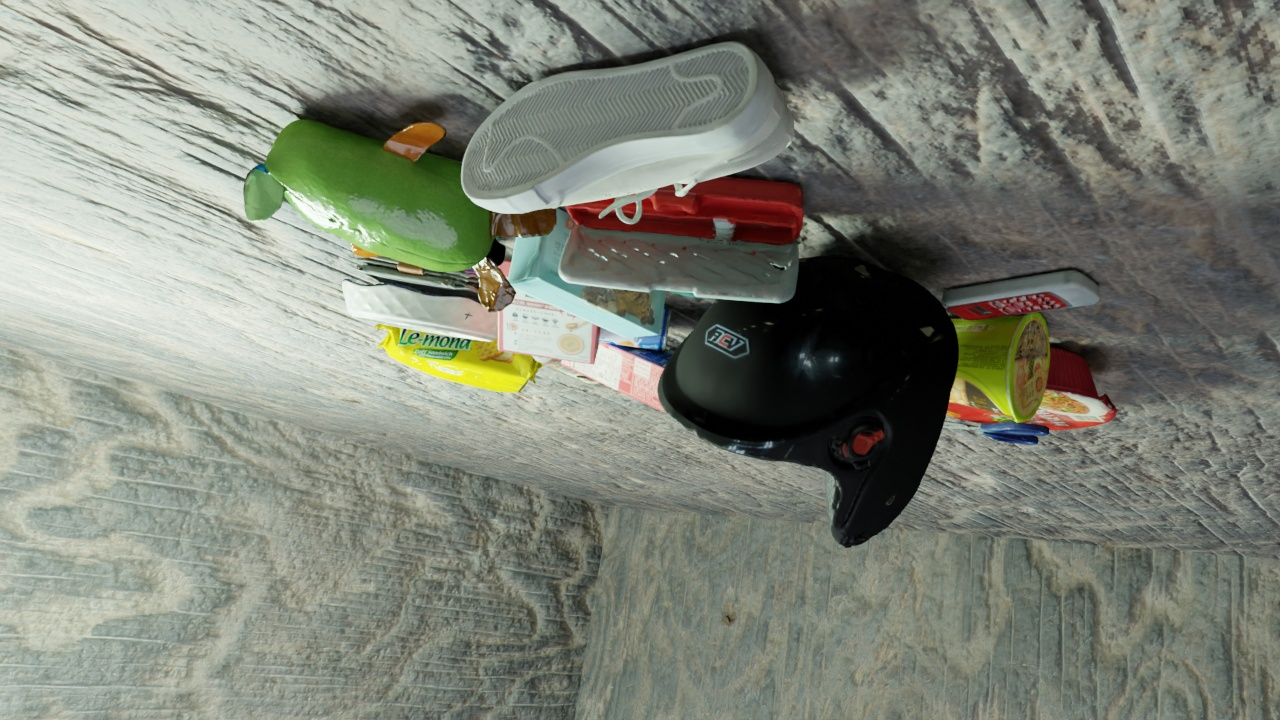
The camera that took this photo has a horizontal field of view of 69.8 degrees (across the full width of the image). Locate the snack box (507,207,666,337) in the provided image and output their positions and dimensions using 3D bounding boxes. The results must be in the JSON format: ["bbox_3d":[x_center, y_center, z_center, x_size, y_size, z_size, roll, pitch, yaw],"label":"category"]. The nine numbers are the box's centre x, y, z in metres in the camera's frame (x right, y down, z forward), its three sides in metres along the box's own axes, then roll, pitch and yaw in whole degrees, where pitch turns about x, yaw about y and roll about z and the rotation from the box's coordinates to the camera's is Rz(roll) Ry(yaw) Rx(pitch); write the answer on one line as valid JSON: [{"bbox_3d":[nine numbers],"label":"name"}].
[{"bbox_3d":[-0.048,-0.083,0.909,0.052,0.074,0.174,-4,161,43],"label":"snack box"}]

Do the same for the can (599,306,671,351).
[{"bbox_3d":[-0.033,-0.046,1.083,0.134,0.053,0.053,9,166,2],"label":"can"}]

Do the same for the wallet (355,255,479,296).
[{"bbox_3d":[-0.247,-0.101,1.046,0.130,0.037,0.106,9,177,3],"label":"wallet"}]

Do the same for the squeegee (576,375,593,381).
[{"bbox_3d":[0.064,-0.005,1.162,0.247,0.040,0.250,-1,161,-16],"label":"squeegee"}]

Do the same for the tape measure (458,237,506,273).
[{"bbox_3d":[-0.176,-0.112,0.945,0.058,0.039,0.057,0,163,32],"label":"tape measure"}]

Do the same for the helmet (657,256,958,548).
[{"bbox_3d":[0.155,0.016,0.837,0.274,0.230,0.233,9,-162,-38],"label":"helmet"}]

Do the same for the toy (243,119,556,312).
[{"bbox_3d":[-0.201,-0.133,0.783,0.246,0.089,0.228,22,146,-19],"label":"toy"}]

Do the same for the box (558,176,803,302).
[{"bbox_3d":[0.032,-0.095,0.767,0.201,0.098,0.095,6,166,9],"label":"box"}]

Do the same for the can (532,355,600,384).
[{"bbox_3d":[-0.092,-0.009,1.253,0.059,0.058,0.116,-2,162,38],"label":"can"}]

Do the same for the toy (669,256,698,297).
[{"bbox_3d":[0.063,-0.086,0.923,0.097,0.030,0.092,-3,165,20],"label":"toy"}]

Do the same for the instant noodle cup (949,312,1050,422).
[{"bbox_3d":[0.342,0.002,0.951,0.124,0.111,0.111,7,168,42],"label":"instant noodle cup"}]

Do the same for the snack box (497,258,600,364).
[{"bbox_3d":[-0.099,-0.063,1.015,0.113,0.044,0.127,9,131,2],"label":"snack box"}]

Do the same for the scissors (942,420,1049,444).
[{"bbox_3d":[0.422,0.085,1.134,0.163,0.012,0.163,19,165,-36],"label":"scissors"}]

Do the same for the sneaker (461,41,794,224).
[{"bbox_3d":[-0.011,-0.148,0.633,0.243,0.089,0.090,-7,164,30],"label":"sneaker"}]

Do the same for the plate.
[{"bbox_3d":[-0.261,-0.059,1.114,0.205,0.045,0.205,9,179,0],"label":"plate"}]

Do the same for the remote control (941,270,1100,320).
[{"bbox_3d":[0.354,-0.059,0.861,0.055,0.020,0.136,21,162,-37],"label":"remote control"}]

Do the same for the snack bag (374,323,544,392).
[{"bbox_3d":[-0.261,-0.011,1.338,0.246,0.068,0.158,13,165,-12],"label":"snack bag"}]

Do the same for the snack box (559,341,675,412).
[{"bbox_3d":[-0.007,0.006,1.114,0.208,0.058,0.057,23,-153,34],"label":"snack box"}]

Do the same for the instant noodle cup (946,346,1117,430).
[{"bbox_3d":[0.441,0.029,1.057,0.194,0.065,0.194,10,166,2],"label":"instant noodle cup"}]
